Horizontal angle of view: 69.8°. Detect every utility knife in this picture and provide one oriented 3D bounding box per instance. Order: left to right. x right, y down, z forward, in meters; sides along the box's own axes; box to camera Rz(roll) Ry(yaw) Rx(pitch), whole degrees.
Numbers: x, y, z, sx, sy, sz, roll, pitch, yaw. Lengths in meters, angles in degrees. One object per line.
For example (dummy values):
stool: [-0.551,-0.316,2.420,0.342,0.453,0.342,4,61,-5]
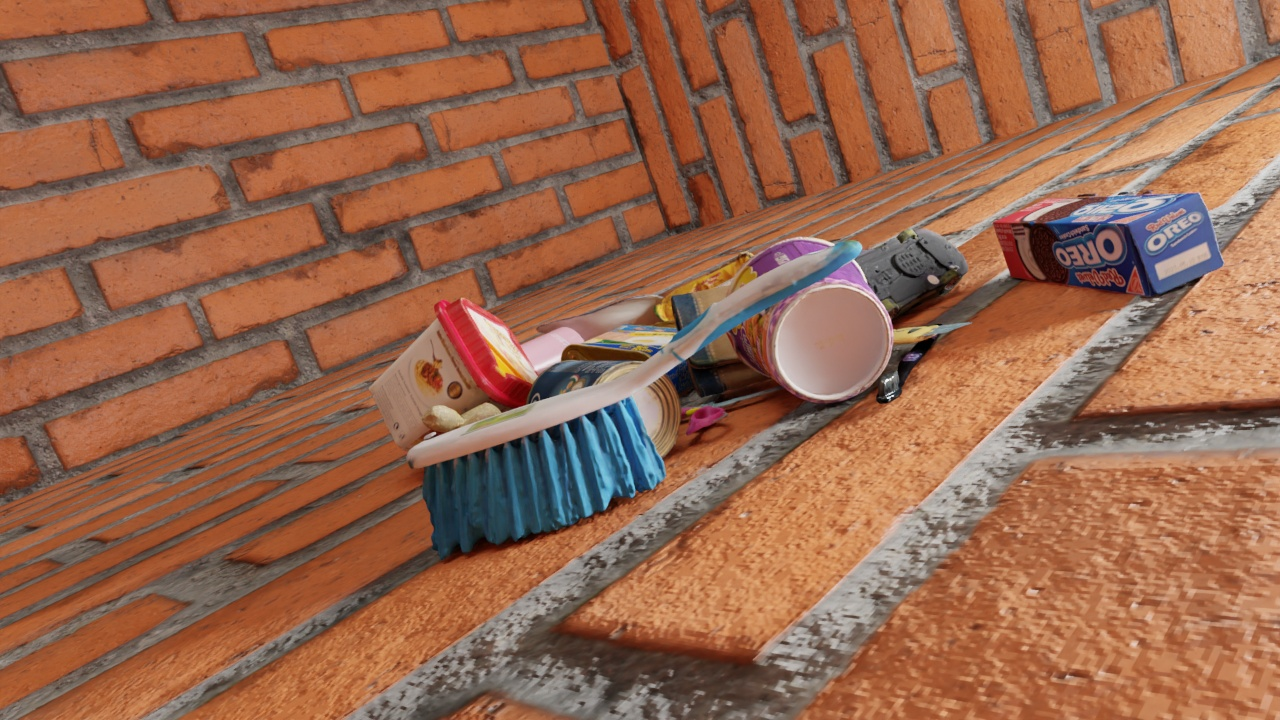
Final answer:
utility knife: [0.187,-0.016,0.692,0.031,0.019,0.183,-26,10,-16]

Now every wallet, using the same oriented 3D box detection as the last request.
wallet: [0.089,-0.023,0.729,0.115,0.090,0.033,-12,-27,-6]

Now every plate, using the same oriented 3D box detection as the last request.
plate: [-0.027,-0.038,1.110,0.164,0.034,0.164,-15,-9,22]

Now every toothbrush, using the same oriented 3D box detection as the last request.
toothbrush: [0.191,-0.005,0.644,0.014,0.017,0.188,-7,13,30]

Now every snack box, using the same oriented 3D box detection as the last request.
snack box: [0.346,-0.091,0.699,0.058,0.057,0.207,-22,10,0]

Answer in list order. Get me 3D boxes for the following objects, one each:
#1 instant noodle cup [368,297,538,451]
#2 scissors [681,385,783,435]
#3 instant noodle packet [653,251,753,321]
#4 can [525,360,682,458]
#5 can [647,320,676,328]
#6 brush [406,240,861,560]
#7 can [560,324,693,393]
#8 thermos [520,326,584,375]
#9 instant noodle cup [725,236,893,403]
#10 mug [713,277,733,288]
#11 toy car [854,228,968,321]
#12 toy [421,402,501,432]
instant noodle cup: [-0.173,0.024,0.856,0.124,0.116,0.116,-38,-25,9]
scissors: [0.044,0.038,0.697,0.134,0.017,0.133,-17,5,17]
instant noodle packet: [0.088,-0.075,1.045,0.129,0.044,0.110,-31,-18,19]
can: [-0.028,0.037,0.661,0.075,0.075,0.111,-24,11,-26]
can: [-0.002,-0.003,0.915,0.148,0.049,0.074,-10,13,44]
brush: [-0.003,0.027,0.563,0.315,0.109,0.060,-18,7,9]
can: [-0.005,0.005,0.812,0.102,0.057,0.083,7,20,34]
thermos: [-0.153,0.021,0.999,0.198,0.067,0.087,-27,49,-38]
instant noodle cup: [0.122,-0.023,0.645,0.111,0.111,0.099,-19,19,1]
mug: [0.108,-0.054,0.922,0.123,0.078,0.078,-23,9,3]
toy car: [0.226,-0.072,0.817,0.157,0.070,0.042,-23,-29,-27]
toy: [-0.125,0.073,0.729,0.105,0.066,0.157,12,8,-12]
